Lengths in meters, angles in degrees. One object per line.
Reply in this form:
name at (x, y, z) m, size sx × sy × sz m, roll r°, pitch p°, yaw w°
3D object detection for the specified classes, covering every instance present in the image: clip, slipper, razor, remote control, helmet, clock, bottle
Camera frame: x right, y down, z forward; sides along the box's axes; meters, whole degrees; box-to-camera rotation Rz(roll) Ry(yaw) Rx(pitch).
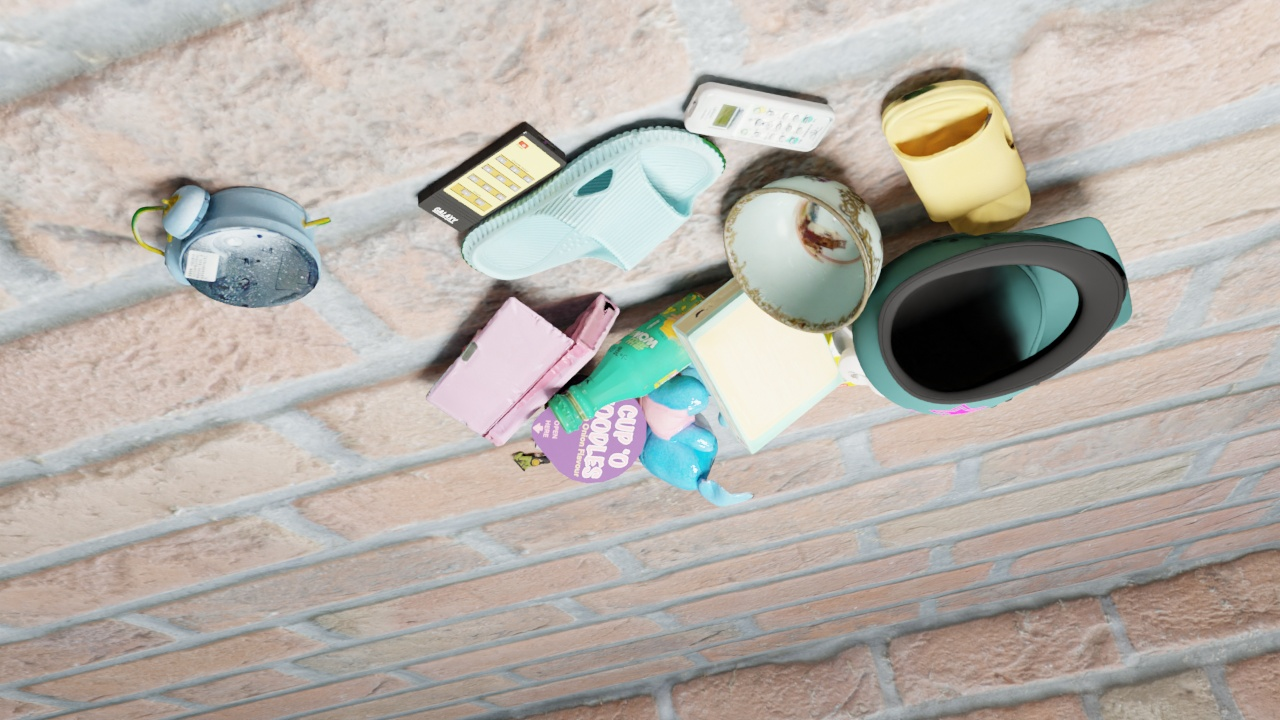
clip at (-0.189, -0.017, 1.055) m, size 0.060 × 0.023 × 0.045 m, roll -22°, pitch 144°, yaw 17°
slipper at (0.319, -0.174, 0.883) m, size 0.100 × 0.078 × 0.263 m, roll -26°, pitch 149°, yaw 24°
razor at (-0.111, 0.135, 1.339) m, size 0.144 × 0.021 × 0.044 m, roll -16°, pitch 149°, yaw 6°
remote control at (0.104, -0.215, 0.804) m, size 0.133 × 0.022 × 0.050 m, roll 4°, pitch 148°, yaw -22°
helmet at (0.350, -0.048, 0.916) m, size 0.275 × 0.176 × 0.200 m, roll -19°, pitch -179°, yaw 18°
clock at (0.279, -0.024, 1.051) m, size 0.120 × 0.159 × 0.061 m, roll -5°, pitch 140°, yaw -8°
clock at (-0.365, -0.103, 0.820) m, size 0.162 × 0.060 × 0.118 m, roll 7°, pitch 145°, yaw -26°
bottle at (-0.006, 0.006, 1.024) m, size 0.209 × 0.068 × 0.068 m, roll -34°, pitch 151°, yaw -9°
slipper at (-0.049, -0.131, 0.861) m, size 0.277 × 0.069 × 0.116 m, roll -23°, pitch 144°, yaw 22°
remote control at (-0.135, -0.163, 0.830) m, size 0.134 × 0.013 × 0.058 m, roll -27°, pitch 146°, yaw 27°

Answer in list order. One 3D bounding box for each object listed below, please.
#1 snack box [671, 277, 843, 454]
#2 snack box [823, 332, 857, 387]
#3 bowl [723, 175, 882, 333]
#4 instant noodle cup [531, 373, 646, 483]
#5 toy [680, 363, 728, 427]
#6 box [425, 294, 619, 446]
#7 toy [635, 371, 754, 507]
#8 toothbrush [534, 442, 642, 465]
snack box at (0.136, -0.006, 1.024) m, size 0.141 × 0.044 × 0.194 m, roll -38°, pitch 126°, yaw -8°
snack box at (0.272, -0.011, 1.197) m, size 0.075 × 0.025 × 0.152 m, roll -8°, pitch 149°, yaw -4°
bowl at (0.173, -0.117, 0.898) m, size 0.093 × 0.160 × 0.160 m, roll -41°, pitch 167°, yaw -34°
instant noodle cup at (-0.075, 0.070, 1.117) m, size 0.136 × 0.122 × 0.122 m, roll 7°, pitch 102°, yaw -17°
toy at (0.117, 0.026, 1.145) m, size 0.181 × 0.114 × 0.183 m, roll -16°, pitch 148°, yaw 36°
box at (-0.140, -0.006, 1.056) m, size 0.115 × 0.106 × 0.233 m, roll 39°, pitch 135°, yaw -10°
toy at (0.048, 0.080, 1.110) m, size 0.098 × 0.224 × 0.192 m, roll -22°, pitch 131°, yaw -19°
toothbrush at (-0.060, 0.136, 1.319) m, size 0.188 × 0.018 × 0.019 m, roll 13°, pitch 122°, yaw -15°
